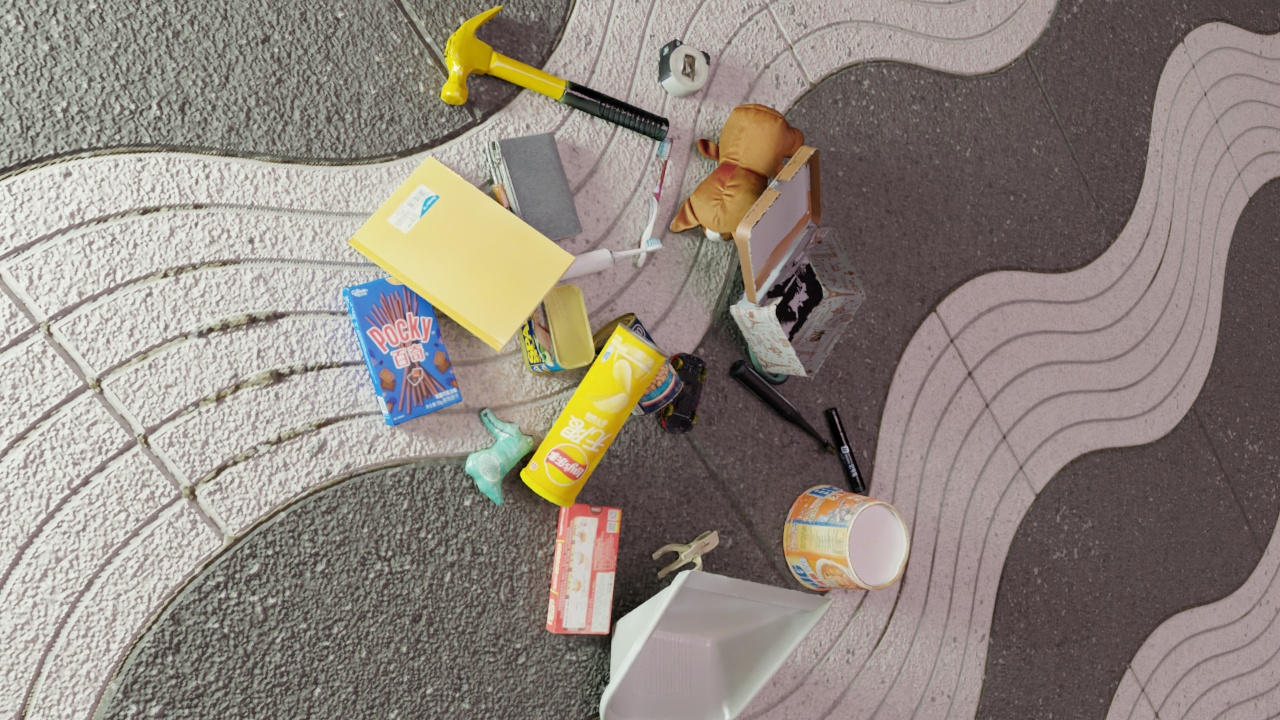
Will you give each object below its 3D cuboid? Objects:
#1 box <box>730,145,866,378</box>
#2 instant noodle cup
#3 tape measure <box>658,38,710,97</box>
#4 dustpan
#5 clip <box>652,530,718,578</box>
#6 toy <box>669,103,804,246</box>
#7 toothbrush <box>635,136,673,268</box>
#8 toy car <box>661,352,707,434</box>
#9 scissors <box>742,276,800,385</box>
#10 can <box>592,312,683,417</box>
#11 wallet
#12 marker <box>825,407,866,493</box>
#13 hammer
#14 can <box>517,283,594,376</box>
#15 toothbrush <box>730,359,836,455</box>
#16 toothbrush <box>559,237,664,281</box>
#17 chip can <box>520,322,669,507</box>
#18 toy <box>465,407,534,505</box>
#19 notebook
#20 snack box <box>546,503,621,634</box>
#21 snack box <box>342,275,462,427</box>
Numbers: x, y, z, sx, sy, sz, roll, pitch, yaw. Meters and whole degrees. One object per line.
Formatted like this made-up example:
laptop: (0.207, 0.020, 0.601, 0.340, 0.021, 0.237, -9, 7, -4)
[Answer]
box: (0.194, -0.126, 1.193, 0.178, 0.103, 0.261, -52, 127, -26)
instant noodle cup: (0.291, 0.251, 1.274, 0.151, 0.112, 0.151, 2, 85, -31)
tape measure: (0.059, -0.387, 1.226, 0.065, 0.034, 0.066, 10, 81, -29)
dustpan: (0.073, 0.369, 1.087, 0.222, 0.259, 0.142, 18, 53, -29)
clip: (0.069, 0.247, 1.168, 0.101, 0.096, 0.035, -17, 95, -20)
toy: (0.131, -0.238, 1.222, 0.199, 0.140, 0.130, -68, 159, -15)
toothbrush: (0.016, -0.208, 1.197, 0.017, 0.016, 0.187, 18, 77, -21)
toy car: (0.054, 0.044, 1.191, 0.049, 0.031, 0.106, 17, 76, -29)
scissors: (0.198, -0.060, 1.295, 0.129, 0.019, 0.185, -10, 93, -32)
can: (-0.007, 0.007, 1.132, 0.075, 0.075, 0.111, -44, 109, -26)
wallet: (-0.130, -0.203, 1.096, 0.106, 0.037, 0.130, -22, 99, -42)
marker: (0.300, 0.132, 1.343, 0.022, 0.020, 0.132, -33, 104, -59)
hammer: (-0.096, -0.333, 1.129, 0.300, 0.033, 0.128, 14, 80, -30)
can: (-0.101, -0.036, 1.073, 0.057, 0.083, 0.102, -14, 93, -31)
toothbrush: (0.206, 0.071, 1.285, 0.212, 0.027, 0.026, 40, 105, -23)
toothbrush: (-0.064, -0.120, 1.128, 0.220, 0.027, 0.026, -17, 82, -28)
chip can: (-0.052, 0.063, 1.057, 0.072, 0.072, 0.213, 32, 94, -25)
toy: (-0.165, 0.105, 1.057, 0.096, 0.030, 0.091, 51, 58, -10)
notebook: (-0.195, -0.121, 1.016, 0.206, 0.010, 0.145, 35, 67, 2)
snack box: (-0.067, 0.250, 1.106, 0.075, 0.026, 0.152, 10, 81, -29)
snack box: (-0.260, -0.015, 1.007, 0.084, 0.026, 0.157, -21, 97, -30)
